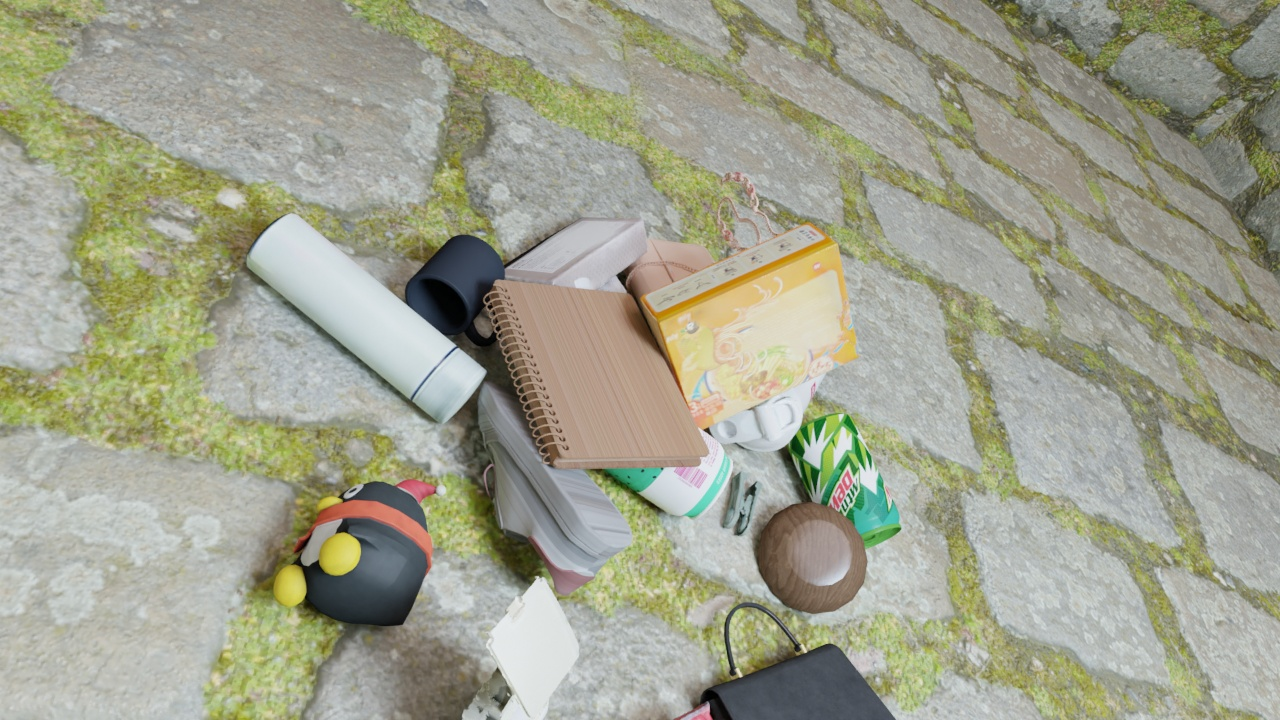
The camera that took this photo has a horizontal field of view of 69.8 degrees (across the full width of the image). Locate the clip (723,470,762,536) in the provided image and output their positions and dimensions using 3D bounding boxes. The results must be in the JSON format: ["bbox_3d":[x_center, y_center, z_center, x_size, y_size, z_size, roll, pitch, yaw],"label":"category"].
[{"bbox_3d":[0.109,0.155,0.984,0.047,0.023,0.076,32,41,-9],"label":"clip"}]

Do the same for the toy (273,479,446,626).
[{"bbox_3d":[-0.208,0.141,0.705,0.099,0.098,0.119,41,31,-28],"label":"toy"}]

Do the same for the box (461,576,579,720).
[{"bbox_3d":[-0.077,0.255,0.616,0.101,0.195,0.143,21,45,16],"label":"box"}]

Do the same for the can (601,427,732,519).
[{"bbox_3d":[0.004,0.083,0.912,0.166,0.088,0.088,35,43,-9],"label":"can"}]

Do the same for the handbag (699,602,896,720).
[{"bbox_3d":[0.135,0.315,0.846,0.175,0.072,0.195,-4,56,-39],"label":"handbag"}]

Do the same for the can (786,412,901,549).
[{"bbox_3d":[0.230,0.139,1.042,0.083,0.083,0.144,-1,58,-37],"label":"can"}]

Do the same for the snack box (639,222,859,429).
[{"bbox_3d":[0.113,-0.036,0.947,0.195,0.145,0.080,-24,34,-6],"label":"snack box"}]

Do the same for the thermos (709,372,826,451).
[{"bbox_3d":[0.166,0.026,1.079,0.099,0.100,0.219,45,38,2],"label":"thermos"}]

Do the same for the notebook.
[{"bbox_3d":[-0.045,0.010,0.850,0.168,0.022,0.210,3,46,-35],"label":"notebook"}]

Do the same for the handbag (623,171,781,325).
[{"bbox_3d":[0.066,-0.123,1.047,0.116,0.188,0.198,7,41,-33],"label":"handbag"}]

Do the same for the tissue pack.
[{"bbox_3d":[-0.069,-0.099,1.006,0.104,0.071,0.180,8,29,30],"label":"tissue pack"}]

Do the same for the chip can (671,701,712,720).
[{"bbox_3d":[0.077,0.398,0.727,0.073,0.073,0.233,-12,66,-42],"label":"chip can"}]

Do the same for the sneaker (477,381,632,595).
[{"bbox_3d":[-0.101,0.112,0.820,0.099,0.089,0.236,27,16,-46],"label":"sneaker"}]

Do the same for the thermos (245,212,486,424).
[{"bbox_3d":[-0.247,-0.037,0.837,0.230,0.068,0.067,40,42,-4],"label":"thermos"}]

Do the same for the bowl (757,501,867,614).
[{"bbox_3d":[0.182,0.202,0.954,0.118,0.030,0.117,1,68,-3],"label":"bowl"}]

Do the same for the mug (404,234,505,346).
[{"bbox_3d":[-0.174,-0.063,0.918,0.105,0.071,0.077,54,38,-22],"label":"mug"}]
